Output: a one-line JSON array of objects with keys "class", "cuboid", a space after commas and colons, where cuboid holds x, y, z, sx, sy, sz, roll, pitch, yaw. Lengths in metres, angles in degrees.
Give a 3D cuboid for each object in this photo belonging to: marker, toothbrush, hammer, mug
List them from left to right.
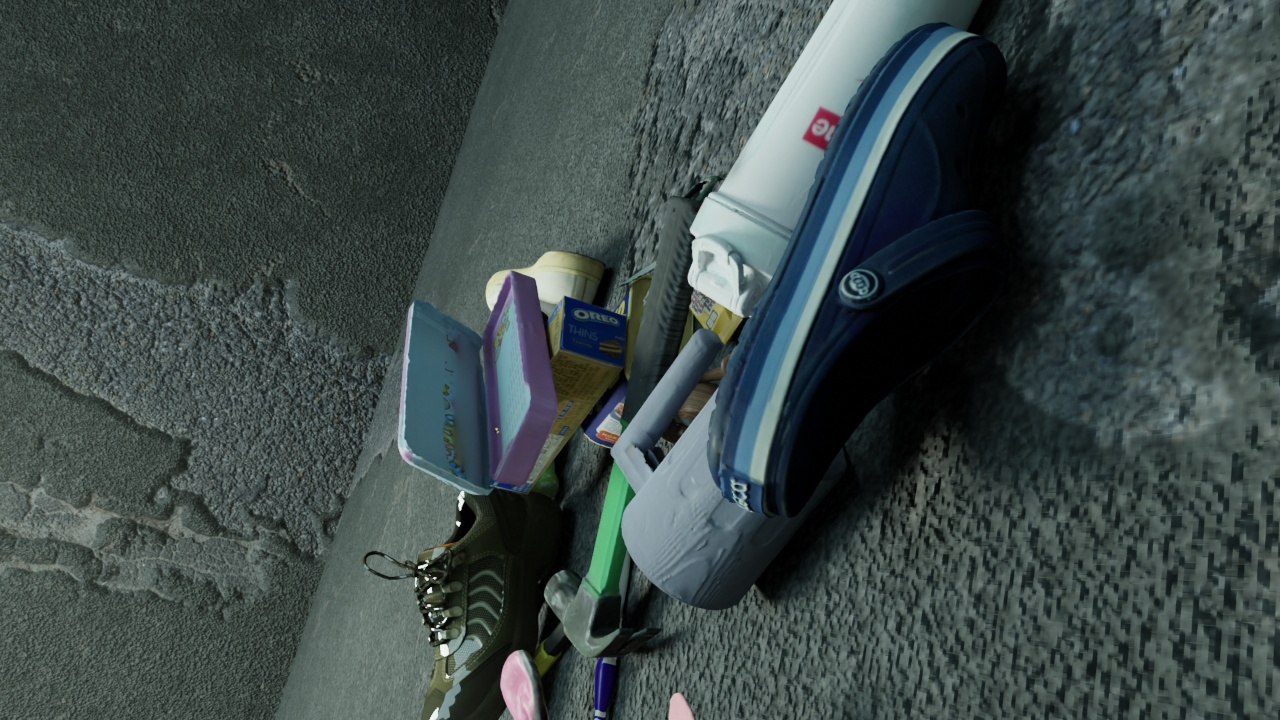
[{"class": "marker", "cuboid": [-0.068, 0.229, 0.748, 0.021, 0.017, 0.124, -21, -28, -53]}, {"class": "toothbrush", "cuboid": [-0.025, 0.222, 0.651, 0.016, 0.015, 0.186, 133, 150, -56]}, {"class": "hammer", "cuboid": [-0.001, 0.049, 0.618, 0.130, 0.032, 0.319, 31, 110, 63]}, {"class": "mug", "cuboid": [0.041, 0.057, 0.512, 0.104, 0.083, 0.124, -57, 49, 29]}]

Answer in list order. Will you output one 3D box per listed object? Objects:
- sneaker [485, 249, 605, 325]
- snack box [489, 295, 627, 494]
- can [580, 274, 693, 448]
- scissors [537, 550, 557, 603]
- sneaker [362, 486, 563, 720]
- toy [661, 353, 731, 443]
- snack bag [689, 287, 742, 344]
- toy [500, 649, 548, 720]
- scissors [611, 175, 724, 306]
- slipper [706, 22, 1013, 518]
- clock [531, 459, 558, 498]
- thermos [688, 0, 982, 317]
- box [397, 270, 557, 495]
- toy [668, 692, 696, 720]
[{"class": "sneaker", "cuboid": [-0.116, -0.056, 1.055, 0.242, 0.088, 0.102, -12, 68, 62]}, {"class": "snack box", "cuboid": [-0.079, 0.034, 0.744, 0.207, 0.056, 0.057, -52, 30, 45]}, {"class": "can", "cuboid": [-0.004, 0.004, 0.740, 0.092, 0.056, 0.116, -49, 29, 47]}, {"class": "scissors", "cuboid": [-0.115, 0.239, 0.858, 0.156, 0.019, 0.124, -45, 36, 42]}, {"class": "sneaker", "cuboid": [-0.159, 0.197, 0.772, 0.101, 0.143, 0.237, -34, 34, 48]}, {"class": "toy", "cuboid": [0.044, 0.029, 0.614, 0.102, 0.041, 0.054, -17, 73, 58]}, {"class": "snack bag", "cuboid": [0.053, -0.041, 0.686, 0.026, 0.020, 0.099, -62, 22, 17]}, {"class": "toy", "cuboid": [-0.101, 0.316, 0.667, 0.195, 0.084, 0.159, -50, 42, 40]}, {"class": "scissors", "cuboid": [0.061, -0.111, 0.690, 0.202, 0.015, 0.201, -24, 26, 38]}, {"class": "slipper", "cuboid": [0.117, -0.036, 0.424, 0.095, 0.105, 0.252, 21, 73, 28]}, {"class": "clock", "cuboid": [-0.120, 0.105, 0.926, 0.095, 0.042, 0.119, -36, 70, 59]}, {"class": "thermos", "cuboid": [0.106, -0.126, 0.527, 0.220, 0.099, 0.099, -62, 21, 10]}, {"class": "box", "cuboid": [-0.128, 0.003, 0.678, 0.089, 0.092, 0.214, -63, 23, 25]}, {"class": "toy", "cuboid": [0.013, 0.252, 0.423, 0.238, 0.087, 0.190, -165, 89, -73]}]
